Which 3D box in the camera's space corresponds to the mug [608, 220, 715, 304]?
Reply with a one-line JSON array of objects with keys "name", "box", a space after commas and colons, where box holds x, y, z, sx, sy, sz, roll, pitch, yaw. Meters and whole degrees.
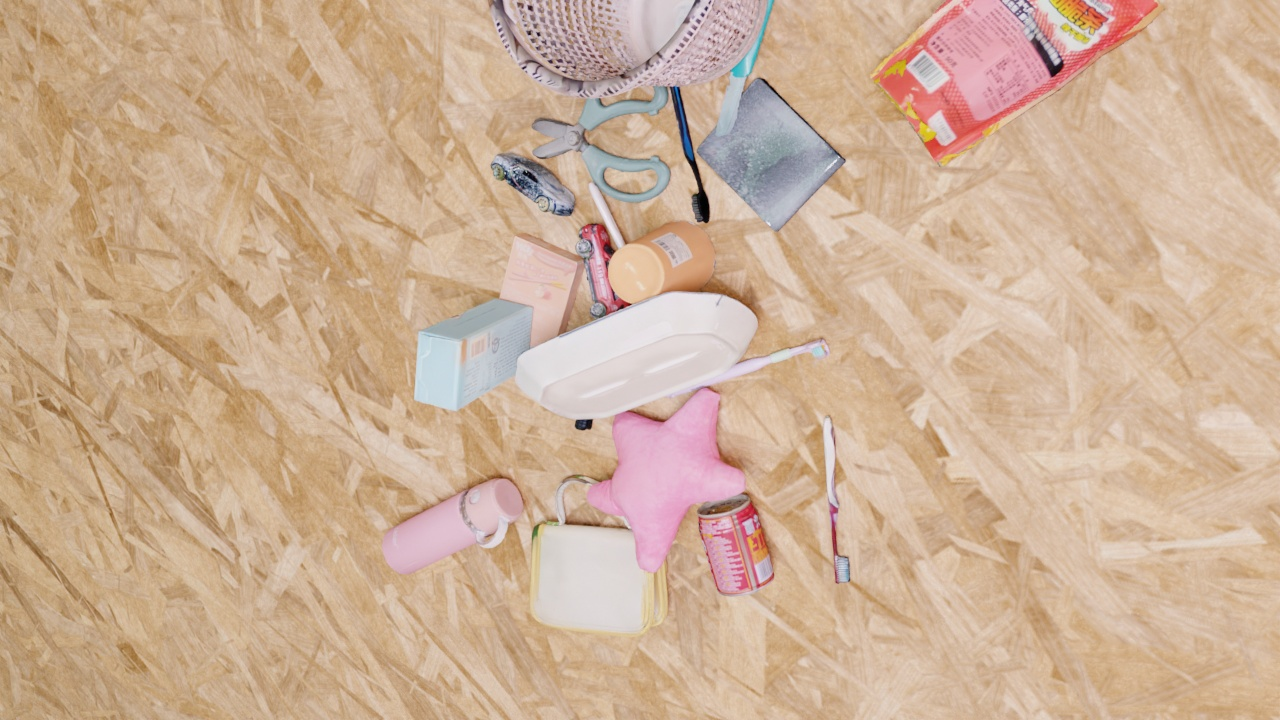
[{"name": "mug", "box": [0.020, -0.095, 0.920, 0.078, 0.122, 0.078, 6, 106, 22]}]

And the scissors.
[{"name": "scissors", "box": [-0.039, -0.250, 0.963, 0.177, 0.019, 0.169, 24, 114, 18]}]

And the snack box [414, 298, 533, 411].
[{"name": "snack box", "box": [-0.173, -0.010, 0.971, 0.052, 0.174, 0.074, 14, 109, 15]}]

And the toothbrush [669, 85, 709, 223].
[{"name": "toothbrush", "box": [0.043, -0.232, 0.934, 0.016, 0.014, 0.189, -4, 103, 51]}]

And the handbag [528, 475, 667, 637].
[{"name": "handbag", "box": [-0.048, 0.226, 1.083, 0.164, 0.063, 0.178, 0, 89, 24]}]

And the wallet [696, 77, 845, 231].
[{"name": "wallet", "box": [0.126, -0.202, 0.902, 0.121, 0.019, 0.097, 47, 115, 8]}]

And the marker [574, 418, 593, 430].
[{"name": "marker", "box": [-0.050, 0.022, 1.044, 0.022, 0.018, 0.131, 15, 112, -7]}]

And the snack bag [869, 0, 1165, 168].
[{"name": "snack bag", "box": [0.310, -0.271, 0.778, 0.208, 0.073, 0.128, -39, 91, 22]}]

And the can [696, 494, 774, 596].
[{"name": "can", "box": [0.102, 0.199, 0.995, 0.067, 0.066, 0.094, -13, 99, 27]}]

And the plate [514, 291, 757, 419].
[{"name": "plate", "box": [-0.006, 0.005, 0.942, 0.266, 0.162, 0.034, -21, 59, 25]}]

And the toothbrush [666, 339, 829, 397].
[{"name": "toothbrush", "box": [0.107, 0.012, 0.969, 0.190, 0.029, 0.021, -18, 56, 29]}]

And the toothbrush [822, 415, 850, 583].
[{"name": "toothbrush", "box": [0.206, 0.148, 0.963, 0.017, 0.016, 0.188, -3, 103, 17]}]

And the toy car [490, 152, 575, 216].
[{"name": "toy car", "box": [-0.114, -0.193, 0.995, 0.105, 0.048, 0.031, 37, 118, 10]}]

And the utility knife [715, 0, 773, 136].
[{"name": "utility knife", "box": [0.106, -0.317, 0.877, 0.029, 0.013, 0.209, 22, 108, 20]}]

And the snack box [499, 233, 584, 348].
[{"name": "snack box", "box": [-0.122, -0.057, 1.048, 0.084, 0.026, 0.157, 25, 113, 16]}]

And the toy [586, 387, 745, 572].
[{"name": "toy", "box": [0.024, 0.110, 0.993, 0.195, 0.074, 0.178, -48, 57, 15]}]

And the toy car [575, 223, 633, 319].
[{"name": "toy car", "box": [-0.036, -0.089, 0.986, 0.045, 0.052, 0.120, -13, 100, 12]}]

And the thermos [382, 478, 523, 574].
[{"name": "thermos", "box": [-0.234, 0.215, 1.144, 0.199, 0.087, 0.067, -27, 137, 28]}]

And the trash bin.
[{"name": "trash bin", "box": [0.010, -0.333, 0.808, 0.228, 0.191, 0.227, 3, 97, 29]}]

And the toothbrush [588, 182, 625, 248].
[{"name": "toothbrush", "box": [-0.010, -0.110, 0.982, 0.016, 0.016, 0.180, -25, 98, 18]}]
